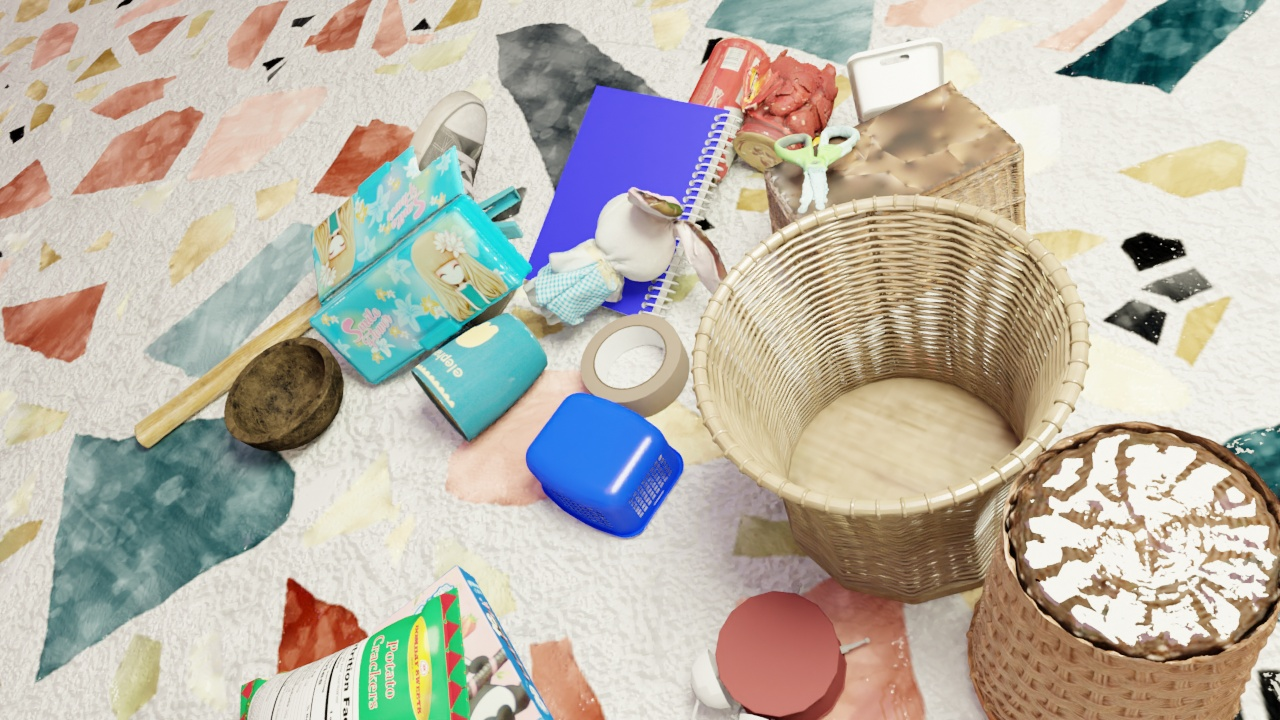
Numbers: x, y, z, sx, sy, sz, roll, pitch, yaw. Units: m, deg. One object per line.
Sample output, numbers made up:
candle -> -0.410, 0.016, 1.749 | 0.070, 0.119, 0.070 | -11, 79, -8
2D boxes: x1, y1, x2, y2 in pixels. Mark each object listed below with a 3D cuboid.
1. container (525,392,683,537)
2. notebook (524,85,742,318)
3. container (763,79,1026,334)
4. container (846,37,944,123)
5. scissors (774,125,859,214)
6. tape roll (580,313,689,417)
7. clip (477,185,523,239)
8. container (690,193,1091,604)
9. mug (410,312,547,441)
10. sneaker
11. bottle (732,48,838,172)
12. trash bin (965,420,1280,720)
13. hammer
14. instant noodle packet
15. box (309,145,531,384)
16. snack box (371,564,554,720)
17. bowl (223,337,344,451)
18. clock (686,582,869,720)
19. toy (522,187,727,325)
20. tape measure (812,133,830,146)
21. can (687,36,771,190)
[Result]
container -> -0.033, 0.082, 0.757 | 0.114, 0.058, 0.096 | 23, 68, 33
notebook -> -0.011, -0.154, 0.890 | 0.172, 0.022, 0.209 | 21, 90, 32
container -> 0.211, -0.129, 0.771 | 0.198, 0.113, 0.113 | -27, 51, 1
container -> 0.235, -0.229, 0.830 | 0.081, 0.129, 0.049 | -7, 74, 17
scissors -> 0.127, -0.142, 0.689 | 0.072, 0.033, 0.175 | -1, 27, 15
tape roll -> -0.005, 0.005, 0.817 | 0.094, 0.030, 0.093 | -11, 54, 15
clip -> -0.185, -0.133, 0.994 | 0.127, 0.028, 0.113 | -9, 52, 16
container -> 0.168, 0.038, 0.616 | 0.227, 0.196, 0.226 | -11, 54, 15
mug -> -0.151, 0.004, 0.849 | 0.104, 0.084, 0.112 | -39, 41, -15
sneaker -> -0.174, -0.148, 0.919 | 0.120, 0.095, 0.234 | 17, 89, 26
bottle -> 0.139, -0.248, 0.891 | 0.099, 0.099, 0.111 | 21, 75, 32
trash bin -> 0.255, 0.139, 0.503 | 0.151, 0.210, 0.151 | -11, 53, 15
hammer -> -0.405, -0.017, 0.999 | 0.330, 0.033, 0.132 | -38, 52, -5
instant noodle packet -> -0.207, 0.294, 0.642 | 0.253, 0.090, 0.195 | -29, 57, 27
box -> -0.228, -0.095, 0.857 | 0.228, 0.073, 0.180 | -29, 89, 32
snack box -> -0.139, 0.242, 0.704 | 0.088, 0.033, 0.154 | -37, 51, -5
bowl -> -0.344, 0.042, 0.914 | 0.121, 0.056, 0.121 | -11, 54, 15
clock -> 0.089, 0.212, 0.625 | 0.124, 0.044, 0.087 | -45, 52, -12
toy -> -0.022, -0.092, 0.830 | 0.206, 0.131, 0.105 | -26, 33, 34
tape measure -> 0.169, -0.173, 0.851 | 0.030, 0.058, 0.068 | 14, 96, 27
can -> 0.080, -0.254, 0.940 | 0.067, 0.067, 0.169 | 10, 61, 27
